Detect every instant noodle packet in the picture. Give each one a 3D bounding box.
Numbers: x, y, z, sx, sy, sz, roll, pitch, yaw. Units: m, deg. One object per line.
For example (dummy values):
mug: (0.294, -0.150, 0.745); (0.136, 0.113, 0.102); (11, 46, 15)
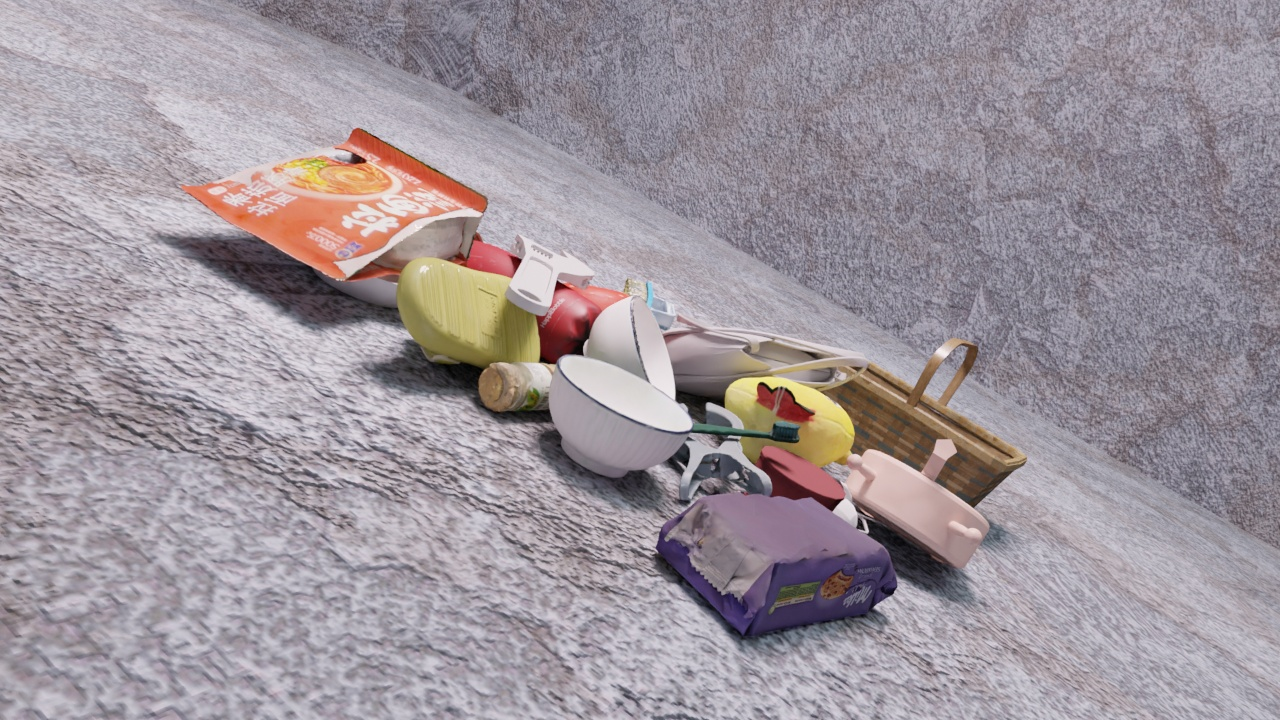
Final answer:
instant noodle packet: (-0.262, -0.126, 0.806); (0.164, 0.084, 0.220); (30, 26, 10)

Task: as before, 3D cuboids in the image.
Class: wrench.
wrench: (-0.083, -0.073, 0.829); (0.086, 0.018, 0.273); (27, 12, -10)

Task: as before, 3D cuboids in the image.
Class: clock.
clock: (0.264, 0.131, 0.868); (0.131, 0.086, 0.160); (33, -10, 23)
clock: (0.145, 0.121, 0.817); (0.124, 0.044, 0.087); (27, 14, 1)

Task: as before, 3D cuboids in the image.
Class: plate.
plate: (-0.251, -0.087, 0.850); (0.174, 0.036, 0.173); (25, 14, -7)

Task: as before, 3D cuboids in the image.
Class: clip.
clip: (0.044, 0.078, 0.800); (0.106, 0.028, 0.163); (-3, 19, -9)

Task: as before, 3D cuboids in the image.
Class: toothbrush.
toothbrush: (0.044, 0.054, 0.791); (0.190, 0.017, 0.016); (5, 19, 0)

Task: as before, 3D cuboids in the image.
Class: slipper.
slipper: (-0.151, -0.027, 0.758); (0.190, 0.082, 0.091); (21, 54, -66)

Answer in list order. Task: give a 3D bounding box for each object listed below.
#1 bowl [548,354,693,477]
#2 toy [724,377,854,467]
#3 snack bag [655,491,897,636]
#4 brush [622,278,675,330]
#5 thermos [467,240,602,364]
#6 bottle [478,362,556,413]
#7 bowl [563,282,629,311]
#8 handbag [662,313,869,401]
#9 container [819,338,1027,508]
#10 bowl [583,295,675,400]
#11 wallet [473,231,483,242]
bowl: (-0.024, 0.050, 0.722); (0.118, 0.062, 0.118); (26, 13, -7)
toy: (0.152, 0.070, 0.936); (0.134, 0.092, 0.207); (23, 1, 22)
snack bag: (0.107, 0.138, 0.658); (0.096, 0.058, 0.205); (37, 18, 37)
brush: (0.007, -0.063, 1.203); (0.075, 0.055, 0.135); (21, 15, -6)
thermos: (-0.147, -0.077, 0.931); (0.240, 0.073, 0.073); (32, 15, 20)
bottle: (-0.085, 0.021, 0.757); (0.043, 0.043, 0.110); (35, 16, 28)
bowl: (-0.053, -0.057, 1.005); (0.130, 0.045, 0.130); (10, 1, 0)
handbag: (0.151, -0.003, 1.007); (0.223, 0.095, 0.215); (-2, -9, 41)
container: (0.346, 0.058, 1.118); (0.250, 0.186, 0.157); (35, 16, 29)
bowl: (-0.014, 0.001, 0.872); (0.113, 0.063, 0.113); (-17, 90, -76)
wallet: (-0.201, -0.130, 1.027); (0.121, 0.013, 0.087); (31, -26, 39)
